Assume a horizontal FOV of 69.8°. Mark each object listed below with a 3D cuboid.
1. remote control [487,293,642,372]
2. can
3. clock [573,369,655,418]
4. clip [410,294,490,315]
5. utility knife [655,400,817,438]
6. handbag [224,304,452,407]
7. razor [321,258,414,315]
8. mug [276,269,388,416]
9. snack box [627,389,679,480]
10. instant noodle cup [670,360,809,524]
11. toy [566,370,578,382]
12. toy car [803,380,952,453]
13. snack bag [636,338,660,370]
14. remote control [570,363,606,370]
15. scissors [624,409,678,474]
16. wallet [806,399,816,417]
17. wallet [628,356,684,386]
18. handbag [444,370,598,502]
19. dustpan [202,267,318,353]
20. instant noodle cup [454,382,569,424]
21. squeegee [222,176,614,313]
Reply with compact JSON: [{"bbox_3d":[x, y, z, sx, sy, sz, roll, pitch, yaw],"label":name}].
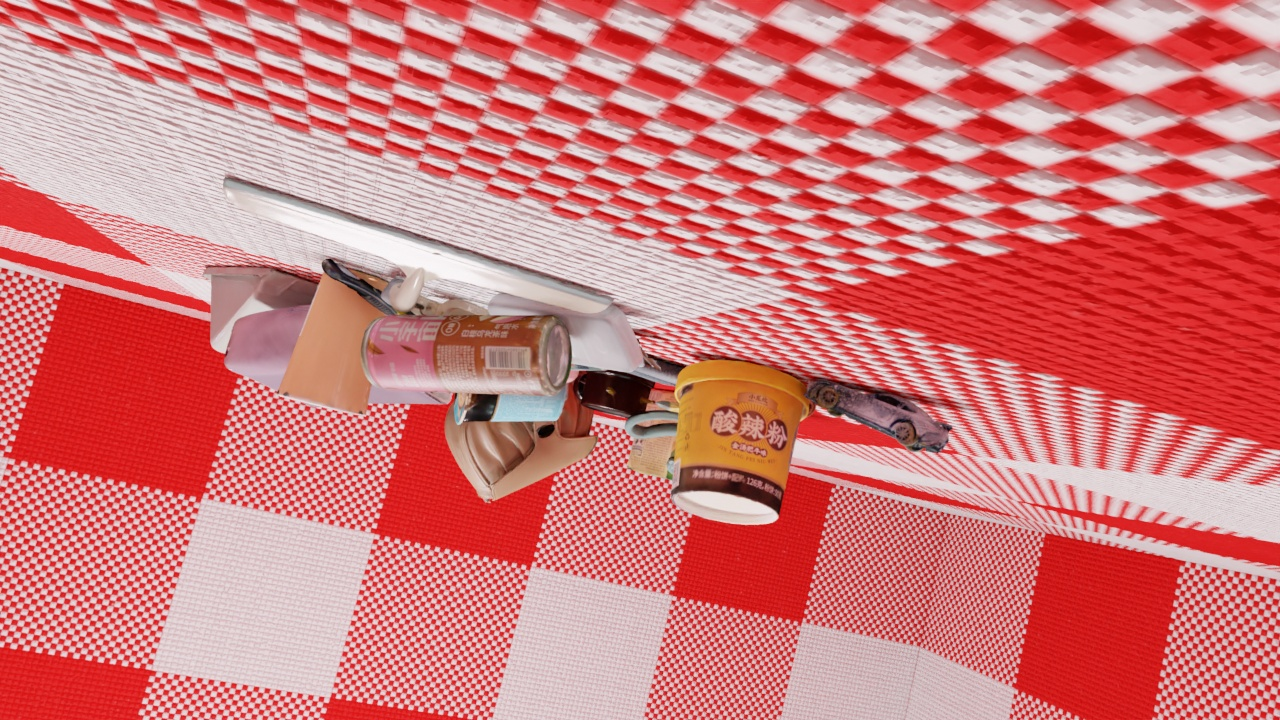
[{"bbox_3d":[-0.059,-0.023,0.693,0.136,0.020,0.056,8,135,39],"label":"remote control"},{"bbox_3d":[-0.127,-0.005,0.671,0.147,0.058,0.058,1,170,18],"label":"can"},{"bbox_3d":[-0.031,0.035,1.062,0.082,0.055,0.122,16,171,-22],"label":"clock"},{"bbox_3d":[-0.173,-0.038,0.851,0.104,0.035,0.089,15,174,32],"label":"clip"},{"bbox_3d":[0.099,0.060,0.945,0.175,0.019,0.031,8,-179,-9],"label":"utility knife"},{"bbox_3d":[-0.310,-0.010,0.963,0.197,0.098,0.145,-4,164,29],"label":"handbag"},{"bbox_3d":[-0.216,-0.043,0.797,0.142,0.022,0.042,43,-167,-29],"label":"razor"},{"bbox_3d":[-0.269,-0.018,0.821,0.078,0.122,0.078,13,173,1],"label":"mug"},{"bbox_3d":[0.085,0.104,1.158,0.063,0.114,0.240,19,171,-36],"label":"snack box"},{"bbox_3d":[0.081,0.074,0.794,0.118,0.114,0.119,11,158,4],"label":"instant noodle cup"},{"bbox_3d":[-0.133,-0.007,0.916,0.160,0.054,0.121,16,-176,44],"label":"toy"},{"bbox_3d":[0.192,0.042,0.749,0.121,0.037,0.054,22,179,27],"label":"toy car"},{"bbox_3d":[-0.031,-0.012,0.781,0.105,0.026,0.045,9,148,39],"label":"snack bag"},{"bbox_3d":[-0.079,-0.015,0.775,0.135,0.019,0.056,0,138,51],"label":"remote control"},{"bbox_3d":[0.073,0.099,1.037,0.175,0.019,0.177,2,145,12],"label":"scissors"},{"bbox_3d":[0.105,0.039,0.925,0.108,0.031,0.132,13,172,-6],"label":"wallet"},{"bbox_3d":[-0.006,0.005,0.938,0.097,0.019,0.121,18,174,-18],"label":"wallet"},{"bbox_3d":[-0.145,0.089,1.195,0.204,0.148,0.100,-23,-160,-35],"label":"handbag"},{"bbox_3d":[-0.405,-0.078,1.110,0.258,0.142,0.222,-28,148,34],"label":"dustpan"},{"bbox_3d":[-0.152,0.029,1.090,0.120,0.111,0.111,8,176,-19],"label":"instant noodle cup"},{"bbox_3d":[-0.175,-0.054,0.683,0.246,0.039,0.247,16,174,-19],"label":"squeegee"}]
